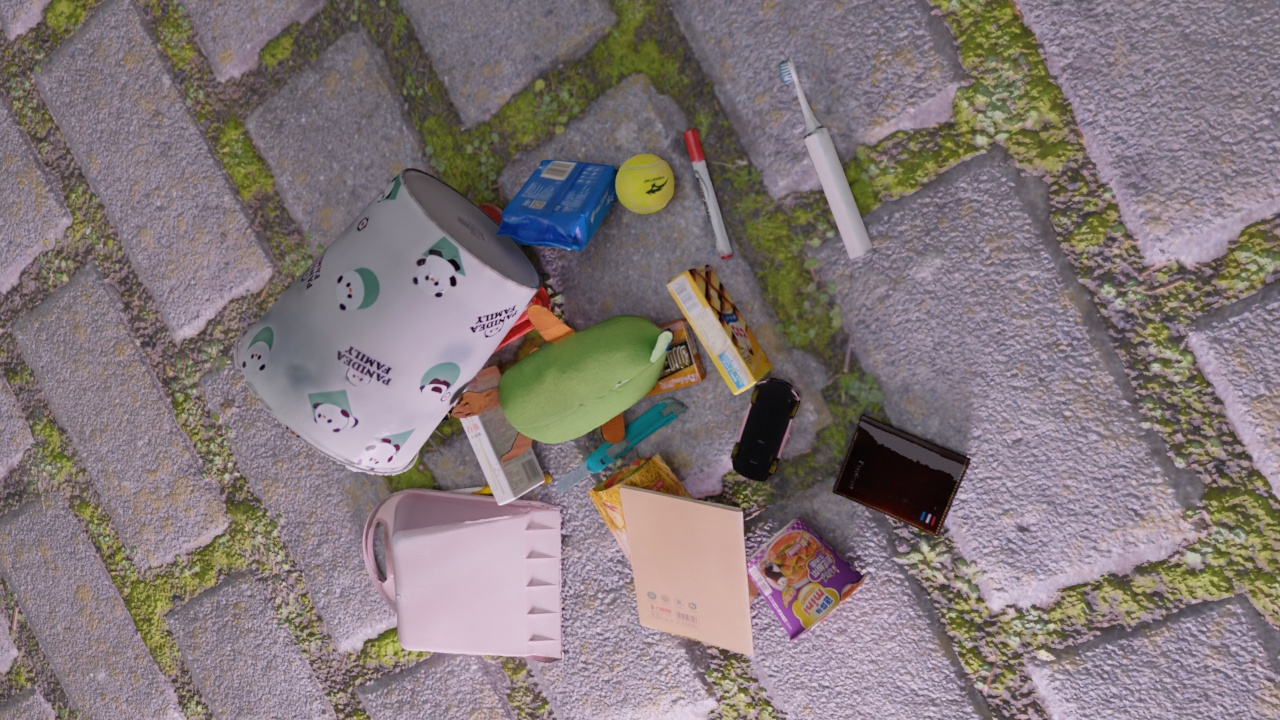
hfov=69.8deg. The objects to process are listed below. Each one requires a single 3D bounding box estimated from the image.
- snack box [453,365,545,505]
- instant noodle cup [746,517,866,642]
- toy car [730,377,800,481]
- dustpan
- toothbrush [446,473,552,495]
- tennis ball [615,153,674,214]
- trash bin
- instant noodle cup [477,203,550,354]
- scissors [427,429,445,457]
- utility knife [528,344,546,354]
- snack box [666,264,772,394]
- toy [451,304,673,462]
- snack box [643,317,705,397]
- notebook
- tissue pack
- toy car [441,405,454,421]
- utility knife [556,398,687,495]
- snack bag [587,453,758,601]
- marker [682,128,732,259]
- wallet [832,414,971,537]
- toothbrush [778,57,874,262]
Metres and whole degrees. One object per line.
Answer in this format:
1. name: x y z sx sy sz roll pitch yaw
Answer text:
1. snack box: -0.171 0.087 1.094 0.027 0.084 0.157 -24 90 22
2. instant noodle cup: 0.175 0.234 1.007 0.112 0.111 0.099 -46 73 21
3. toy car: 0.139 0.077 1.020 0.056 0.037 0.122 20 109 10
4. dustpan: -0.232 0.266 1.202 0.273 0.138 0.223 1 105 -8
5. toothbrush: -0.193 0.164 1.173 0.192 0.018 0.016 -13 93 24
6. tennis ball: 0.005 -0.193 1.005 0.065 0.065 0.065 4 101 19
7. trash bin: -0.252 -0.047 0.968 0.229 0.229 0.252 45 103 7
8. instant noodle cup: -0.217 -0.080 1.101 0.189 0.079 0.164 -30 92 18
9. scissors: -0.312 0.050 1.165 0.160 0.014 0.174 7 128 47
10. utility knife: -0.158 0.038 1.134 0.031 0.018 0.165 43 113 3
11. snack box: 0.087 -0.036 0.993 0.034 0.086 0.140 -30 89 22
12. toy: -0.074 0.026 1.008 0.247 0.090 0.227 -26 135 4
13. snack box: -0.006 0.006 1.067 0.154 0.026 0.075 -15 96 22
14. notebook: 0.054 0.239 1.037 0.148 0.008 0.208 7 121 27
15. tissue pack: -0.086 -0.168 1.006 0.095 0.156 0.052 10 134 16
16. toy car: -0.287 0.014 1.150 0.041 0.071 0.156 -41 87 -22
17. utility knife: -0.029 0.105 1.101 0.206 0.013 0.029 -38 86 22
18. snack bag: 0.034 0.216 1.080 0.129 0.073 0.208 -30 96 22
19. marker: 0.075 -0.182 1.008 0.017 0.017 0.145 -15 94 22
20. wallet: 0.280 0.124 0.990 0.122 0.020 0.096 23 107 17
21. toothbrush: 0.192 -0.210 0.954 0.026 0.026 0.221 -21 93 27
